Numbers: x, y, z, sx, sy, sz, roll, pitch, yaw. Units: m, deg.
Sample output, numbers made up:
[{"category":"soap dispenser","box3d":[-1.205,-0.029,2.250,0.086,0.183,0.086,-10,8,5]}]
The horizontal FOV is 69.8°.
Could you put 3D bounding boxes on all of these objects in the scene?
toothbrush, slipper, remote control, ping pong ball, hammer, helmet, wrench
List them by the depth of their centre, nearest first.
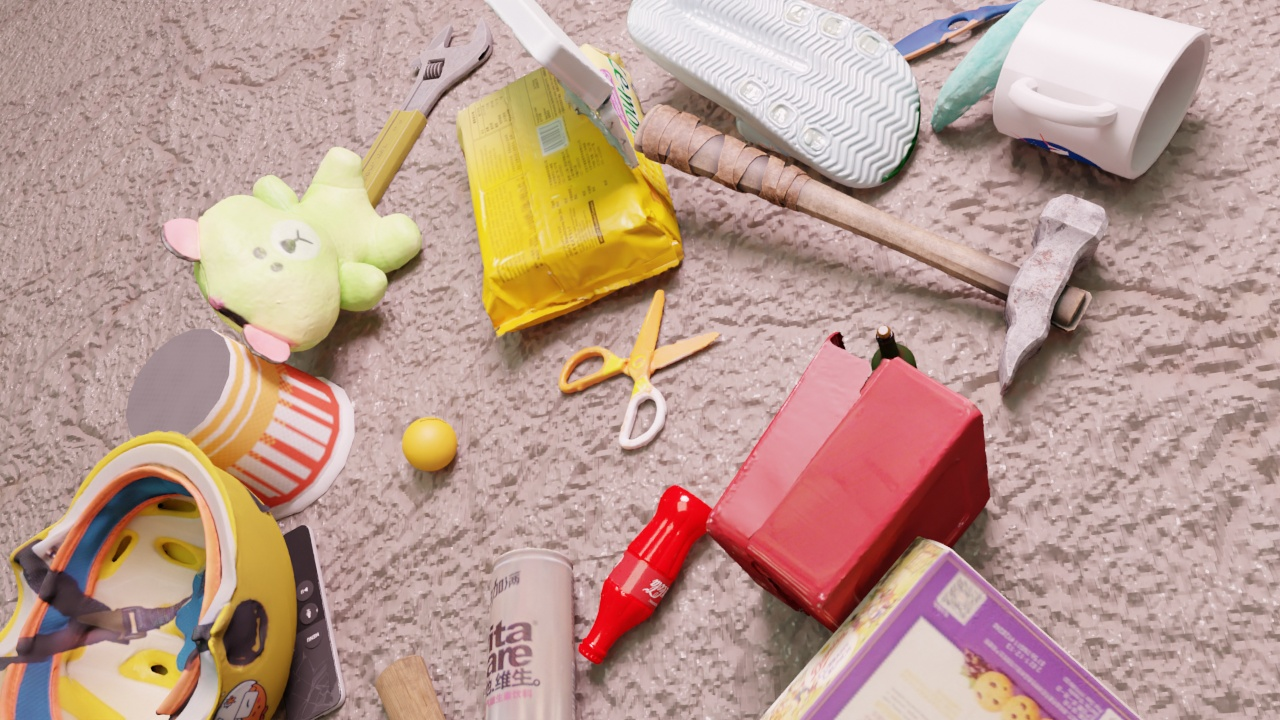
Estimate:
[{"category":"hammer","box3d":[-0.083,0.303,0.527,0.132,0.040,0.305,-40,55,4]},{"category":"hammer","box3d":[0.132,-0.097,0.604,0.319,0.049,0.121,29,83,22]},{"category":"helmet","box3d":[-0.318,0.183,0.626,0.209,0.139,0.239,9,70,27]},{"category":"remote control","box3d":[-0.249,0.191,0.672,0.045,0.008,0.146,-30,56,6]},{"category":"ping pong ball","box3d":[-0.156,0.062,0.680,0.040,0.040,0.040,-10,61,18]},{"category":"toothbrush","box3d":[0.245,-0.253,0.684,0.135,0.017,0.021,-20,56,13]},{"category":"slipper","box3d":[0.099,-0.215,0.688,0.245,0.074,0.104,35,90,16]},{"category":"wrench","box3d":[-0.223,-0.217,0.868,0.084,0.018,0.273,16,71,29]}]

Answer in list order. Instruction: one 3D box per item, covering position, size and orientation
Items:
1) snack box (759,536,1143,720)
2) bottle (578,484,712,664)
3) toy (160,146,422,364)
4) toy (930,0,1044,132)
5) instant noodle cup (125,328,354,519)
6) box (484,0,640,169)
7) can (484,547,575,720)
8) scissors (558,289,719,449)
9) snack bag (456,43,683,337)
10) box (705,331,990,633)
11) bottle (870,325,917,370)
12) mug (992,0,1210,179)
[{"category":"snack box","box3d":[0.138,0.182,0.412,0.143,0.040,0.148,42,87,0]},{"category":"bottle","box3d":[0.001,0.135,0.575,0.036,0.036,0.119,29,79,32]},{"category":"toy","box3d":[-0.280,-0.083,0.745,0.150,0.107,0.196,48,49,0]},{"category":"toy","box3d":[0.243,-0.206,0.626,0.033,0.085,0.105,44,83,5]},{"category":"instant noodle cup","box3d":[-0.310,0.044,0.707,0.124,0.121,0.123,-10,61,18]},{"category":"box","box3d":[-0.071,-0.230,0.656,0.041,0.134,0.197,-42,54,11]},{"category":"can","box3d":[-0.066,0.186,0.557,0.054,0.054,0.135,-16,51,15]},{"category":"scissors","box3d":[0.000,0.009,0.657,0.125,0.011,0.128,-22,59,14]},{"category":"snack bag","box3d":[-0.065,-0.143,0.731,0.160,0.068,0.247,-21,57,10]},{"category":"box","box3d":[0.114,0.077,0.486,0.092,0.157,0.129,36,83,28]},{"category":"bottle","box3d":[0.149,0.007,0.536,0.025,0.106,0.025,-10,60,18]},{"category":"mug","box3d":[0.277,-0.168,0.569,0.121,0.091,0.090,-26,47,-37]}]
